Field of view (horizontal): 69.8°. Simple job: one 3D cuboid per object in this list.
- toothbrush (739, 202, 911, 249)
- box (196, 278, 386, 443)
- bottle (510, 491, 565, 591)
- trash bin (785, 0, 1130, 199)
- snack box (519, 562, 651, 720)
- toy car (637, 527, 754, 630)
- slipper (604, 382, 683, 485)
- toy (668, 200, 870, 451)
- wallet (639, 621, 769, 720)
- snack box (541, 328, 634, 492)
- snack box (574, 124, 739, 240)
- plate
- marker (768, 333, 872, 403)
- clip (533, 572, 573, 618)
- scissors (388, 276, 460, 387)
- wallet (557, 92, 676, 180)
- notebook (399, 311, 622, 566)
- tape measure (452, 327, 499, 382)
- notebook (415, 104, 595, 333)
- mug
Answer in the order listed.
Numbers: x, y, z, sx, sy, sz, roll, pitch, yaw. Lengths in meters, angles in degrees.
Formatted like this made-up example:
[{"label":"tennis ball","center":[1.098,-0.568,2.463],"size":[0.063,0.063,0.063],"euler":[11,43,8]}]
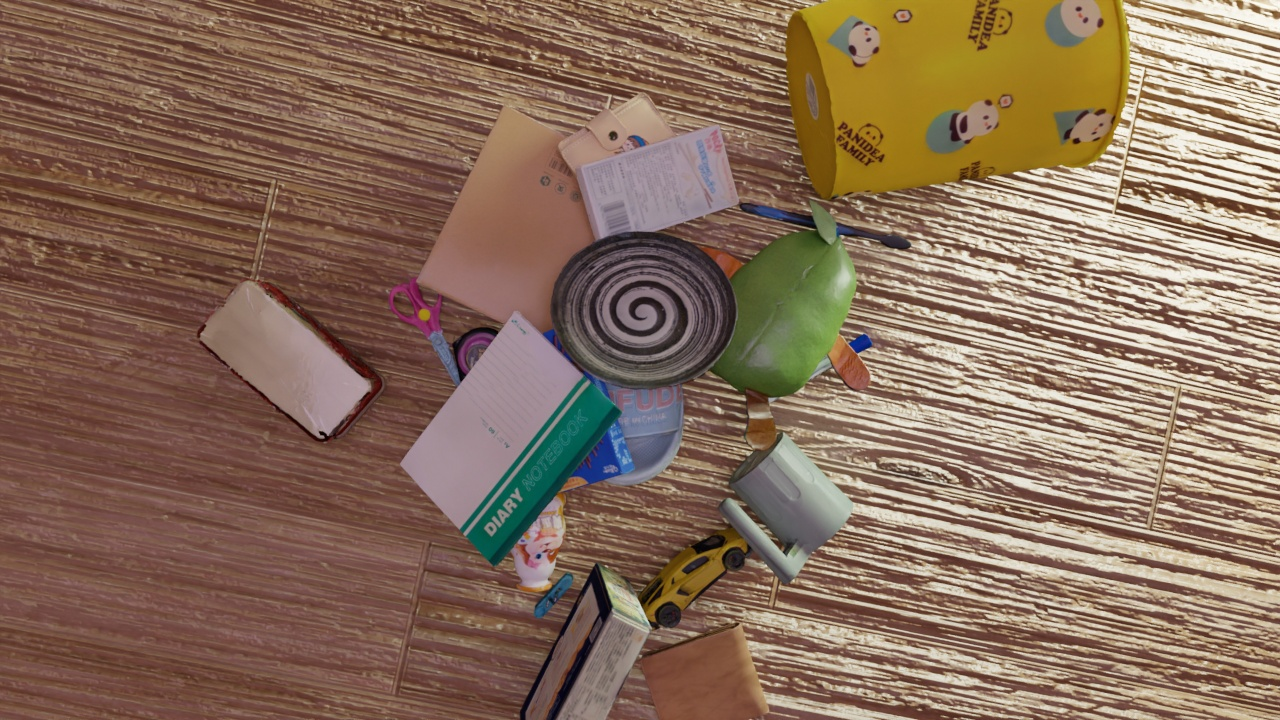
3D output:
[{"label":"toothbrush","center":[0.198,-0.144,0.983],"size":[0.189,0.016,0.014],"euler":[13,98,-1]},{"label":"box","center":[-0.345,-0.001,0.911],"size":[0.168,0.076,0.091],"euler":[41,88,-4]},{"label":"bottle","center":[-0.108,0.179,0.936],"size":[0.063,0.063,0.108],"euler":[1,91,-4]},{"label":"trash bin","center":[0.287,-0.274,0.891],"size":[0.255,0.229,0.229],"euler":[-12,91,2]},{"label":"snack box","center":[-0.058,0.302,0.880],"size":[0.046,0.182,0.178],"euler":[27,88,-6]},{"label":"toy car","center":[0.054,0.219,0.944],"size":[0.155,0.071,0.041],"euler":[-37,97,-5]},{"label":"slipper","center":[-0.006,0.006,0.937],"size":[0.104,0.074,0.245],"euler":[-1,89,-5]},{"label":"toy","center":[0.135,-0.038,0.932],"size":[0.227,0.090,0.246],"euler":[38,78,4]},{"label":"wallet","center":[0.067,0.342,0.972],"size":[0.115,0.020,0.101],"euler":[-18,92,-1]},{"label":"snack box","center":[-0.070,0.047,0.909],"size":[0.085,0.026,0.157],"euler":[-21,88,33]},{"label":"snack box","center":[0.018,-0.179,0.939],"size":[0.156,0.027,0.085],"euler":[-20,105,-15]},{"label":"plate","center":[0.003,-0.048,0.883],"size":[0.179,0.024,0.179],"euler":[1,62,-2]},{"label":"marker","center":[0.181,0.013,0.978],"size":[0.145,0.017,0.017],"euler":[-29,92,-3]},{"label":"clip","center":[-0.091,0.245,0.958],"size":[0.014,0.043,0.056],"euler":[41,87,-1]},{"label":"scissors","center":[-0.211,-0.024,0.952],"size":[0.057,0.017,0.133],"euler":[-29,96,-13]},{"label":"wallet","center":[-0.021,-0.220,0.952],"size":[0.115,0.024,0.087],"euler":[-36,93,-10]},{"label":"notebook","center":[-0.132,0.078,0.905],"size":[0.150,0.012,0.209],"euler":[43,105,16]},{"label":"tape measure","center":[-0.162,-0.006,0.943],"size":[0.058,0.039,0.057],"euler":[-14,95,1]},{"label":"notebook","center":[-0.118,-0.140,0.944],"size":[0.148,0.008,0.207],"euler":[25,82,-8]},{"label":"mug","center":[0.143,0.148,0.932],"size":[0.103,0.084,0.123],"euler":[48,50,0]}]
